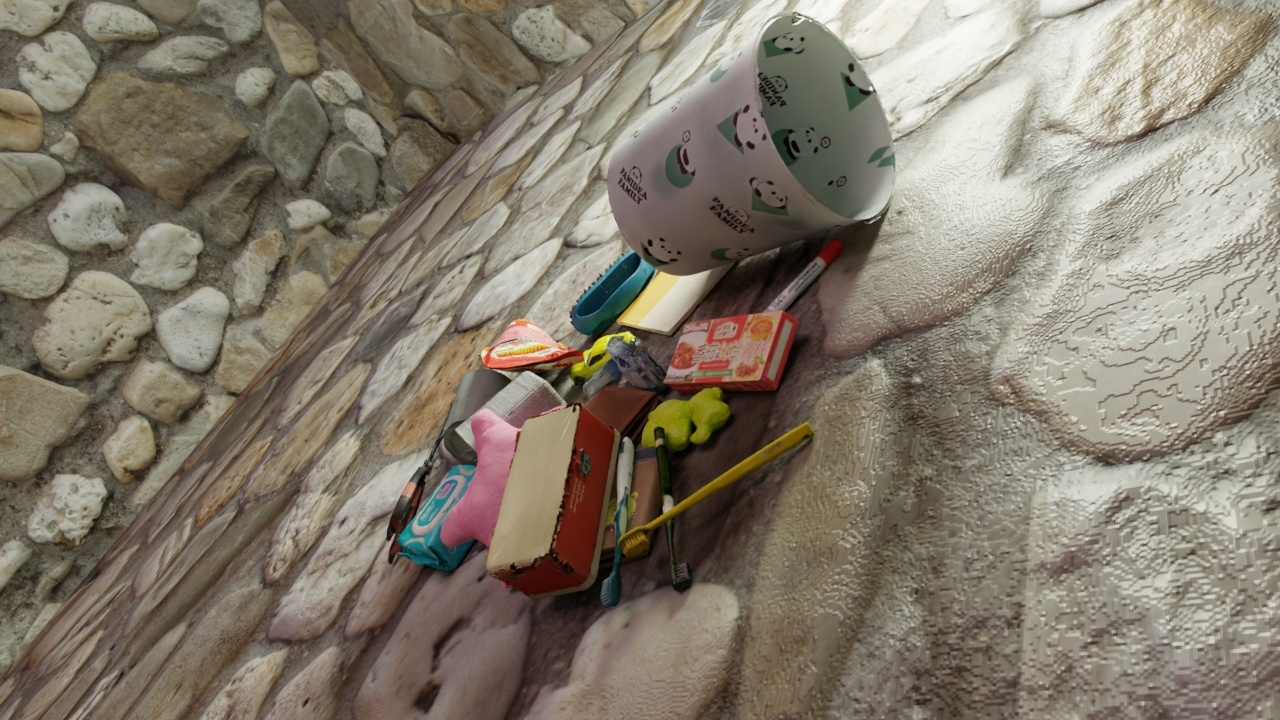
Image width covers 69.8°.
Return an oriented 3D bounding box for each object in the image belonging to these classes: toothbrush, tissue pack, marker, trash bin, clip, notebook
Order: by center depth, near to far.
[{"bbox_3d":[0.064,0.109,0.770,0.190,0.016,0.016,-32,41,2],"label":"toothbrush"},{"bbox_3d":[0.027,0.124,0.807,0.017,0.012,0.185,-27,37,16],"label":"toothbrush"},{"bbox_3d":[-0.020,0.139,0.818,0.018,0.016,0.191,-37,29,30],"label":"toothbrush"},{"bbox_3d":[0.157,-0.071,0.953,0.145,0.017,0.017,-46,24,-7],"label":"marker"},{"bbox_3d":[0.110,-0.218,1.015,0.253,0.229,0.228,-19,33,46],"label":"trash bin"},{"bbox_3d":[-0.224,0.185,1.077,0.093,0.050,0.133,-7,43,52],"label":"tissue pack"},{"bbox_3d":[-0.047,0.021,1.108,0.058,0.025,0.035,-35,18,30],"label":"clip"},{"bbox_3d":[0.068,-0.115,1.169,0.206,0.010,0.146,-49,26,-12],"label":"notebook"}]

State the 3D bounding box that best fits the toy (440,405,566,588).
[{"bbox_3d":[-0.122,0.139,0.951,0.179,0.074,0.194,0,66,26],"label":"toy"}]

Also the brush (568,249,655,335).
[{"bbox_3d":[-0.034,-0.091,1.231,0.143,0.055,0.073,-46,23,-7],"label":"brush"}]

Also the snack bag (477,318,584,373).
[{"bbox_3d":[-0.148,-0.011,1.200,0.128,0.073,0.208,-2,7,-10],"label":"snack bag"}]

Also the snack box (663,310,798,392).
[{"bbox_3d":[0.088,-0.007,0.921,0.153,0.025,0.075,-4,61,55],"label":"snack box"}]

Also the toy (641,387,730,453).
[{"bbox_3d":[0.041,0.061,0.898,0.100,0.031,0.096,-37,27,11],"label":"toy"}]

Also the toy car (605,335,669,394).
[{"bbox_3d":[-0.006,0.006,1.032,0.036,0.054,0.121,-44,24,-7],"label":"toy car"}]

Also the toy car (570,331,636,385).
[{"bbox_3d":[-0.051,-0.005,1.147,0.105,0.032,0.048,-28,29,35],"label":"toy car"}]

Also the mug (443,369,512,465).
[{"bbox_3d":[-0.188,0.071,1.191,0.124,0.084,0.103,-9,34,11],"label":"mug"}]

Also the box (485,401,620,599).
[{"bbox_3d":[-0.085,0.123,0.842,0.092,0.078,0.168,-20,44,33],"label":"box"}]

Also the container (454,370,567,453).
[{"bbox_3d":[-0.140,0.080,1.078,0.114,0.090,0.090,-44,24,-11],"label":"container"}]

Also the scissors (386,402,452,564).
[{"bbox_3d":[-0.281,0.155,1.162,0.189,0.015,0.226,155,133,-85],"label":"scissors"}]

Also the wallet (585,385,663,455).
[{"bbox_3d":[-0.038,0.071,1.006,0.101,0.032,0.125,-49,25,-19],"label":"wallet"}]

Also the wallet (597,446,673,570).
[{"bbox_3d":[-0.016,0.139,0.861,0.090,0.033,0.115,-24,34,35],"label":"wallet"}]
